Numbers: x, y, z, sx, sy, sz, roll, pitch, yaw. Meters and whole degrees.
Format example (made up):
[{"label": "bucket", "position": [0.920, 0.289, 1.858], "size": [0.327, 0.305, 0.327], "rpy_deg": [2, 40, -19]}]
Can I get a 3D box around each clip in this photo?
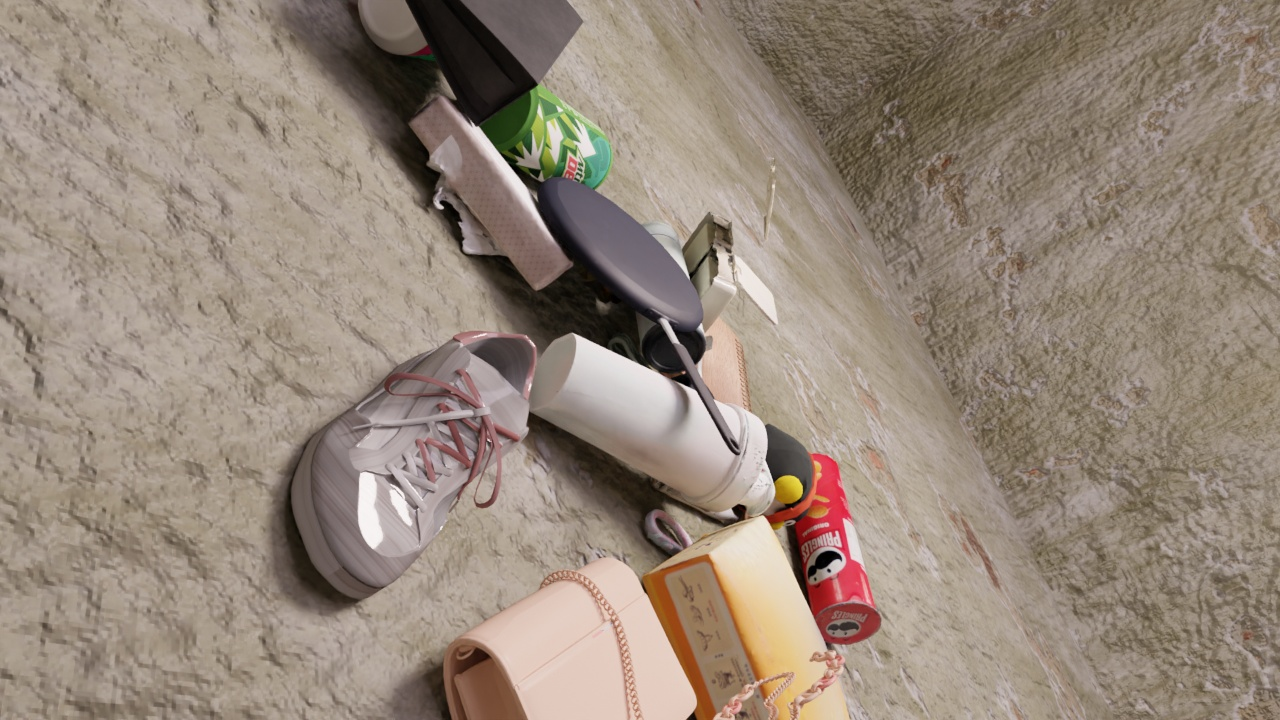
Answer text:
[{"label": "clip", "position": [-0.006, 0.006, 0.925], "size": [0.076, 0.023, 0.047], "rpy_deg": [56, 21, -10]}]

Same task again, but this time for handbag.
[{"label": "handbag", "position": [-0.154, -0.335, 0.802], "size": [0.196, 0.072, 0.175], "rpy_deg": [52, 30, -24]}, {"label": "handbag", "position": [0.010, 0.167, 0.532], "size": [0.198, 0.188, 0.116], "rpy_deg": [-11, 78, -61]}]

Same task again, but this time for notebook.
[{"label": "notebook", "position": [0.078, -0.007, 1.116], "size": [0.169, 0.022, 0.210], "rpy_deg": [44, 26, -28]}]

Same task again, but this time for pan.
[{"label": "pan", "position": [0.014, -0.051, 0.813], "size": [0.198, 0.021, 0.356], "rpy_deg": [25, 28, -43]}]

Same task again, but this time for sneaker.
[{"label": "sneaker", "position": [-0.119, 0.042, 0.556], "size": [0.099, 0.090, 0.235], "rpy_deg": [51, 24, -17]}]

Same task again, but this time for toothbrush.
[{"label": "toothbrush", "position": [0.070, 0.144, 0.904], "size": [0.185, 0.024, 0.022], "rpy_deg": [35, 74, -44]}, {"label": "toothbrush", "position": [0.064, 0.039, 0.989], "size": [0.012, 0.017, 0.186], "rpy_deg": [43, 37, -30]}]

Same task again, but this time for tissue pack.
[{"label": "tissue pack", "position": [-0.135, -0.142, 0.809], "size": [0.181, 0.071, 0.103], "rpy_deg": [55, 7, -12]}]

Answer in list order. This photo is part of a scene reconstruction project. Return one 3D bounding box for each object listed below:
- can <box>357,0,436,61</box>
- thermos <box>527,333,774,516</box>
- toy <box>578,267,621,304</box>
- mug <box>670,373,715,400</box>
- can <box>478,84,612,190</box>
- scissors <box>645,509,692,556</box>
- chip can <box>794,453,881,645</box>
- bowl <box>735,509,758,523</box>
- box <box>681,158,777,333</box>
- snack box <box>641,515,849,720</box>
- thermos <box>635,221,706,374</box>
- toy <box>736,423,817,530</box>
[{"label": "can", "position": [-0.193, -0.335, 0.889], "size": [0.088, 0.088, 0.165], "rpy_deg": [58, 22, 0]}, {"label": "thermos", "position": [0.016, 0.053, 0.773], "size": [0.220, 0.100, 0.099], "rpy_deg": [29, 34, -26]}, {"label": "toy", "position": [-0.030, -0.089, 0.947], "size": [0.100, 0.062, 0.076], "rpy_deg": [-114, -163, -56]}, {"label": "mug", "position": [0.049, 0.056, 0.898], "size": [0.077, 0.071, 0.104], "rpy_deg": [50, 35, -18]}, {"label": "can", "position": [-0.098, -0.231, 0.958], "size": [0.144, 0.083, 0.083], "rpy_deg": [20, 44, -57]}, {"label": "scissors", "position": [0.053, 0.186, 0.824], "size": [0.158, 0.014, 0.172], "rpy_deg": [60, 23, 3]}, {"label": "chip can", "position": [0.215, 0.207, 1.057], "size": [0.073, 0.073, 0.232], "rpy_deg": [45, 25, -29]}, {"label": "bowl", "position": [0.117, 0.205, 0.896], "size": [0.118, 0.030, 0.117], "rpy_deg": [57, 15, -25]}, {"label": "box", "position": [0.124, -0.113, 1.035], "size": [0.101, 0.195, 0.143], "rpy_deg": [22, 41, -19]}, {"label": "snack box", "position": [0.097, 0.235, 0.739], "size": [0.145, 0.081, 0.195], "rpy_deg": [-7, 74, -66]}, {"label": "thermos", "position": [0.024, -0.075, 1.001], "size": [0.068, 0.068, 0.229], "rpy_deg": [45, 19, -28]}, {"label": "toy", "position": [0.145, 0.133, 0.983], "size": [0.119, 0.098, 0.099], "rpy_deg": [59, 36, -43]}]
